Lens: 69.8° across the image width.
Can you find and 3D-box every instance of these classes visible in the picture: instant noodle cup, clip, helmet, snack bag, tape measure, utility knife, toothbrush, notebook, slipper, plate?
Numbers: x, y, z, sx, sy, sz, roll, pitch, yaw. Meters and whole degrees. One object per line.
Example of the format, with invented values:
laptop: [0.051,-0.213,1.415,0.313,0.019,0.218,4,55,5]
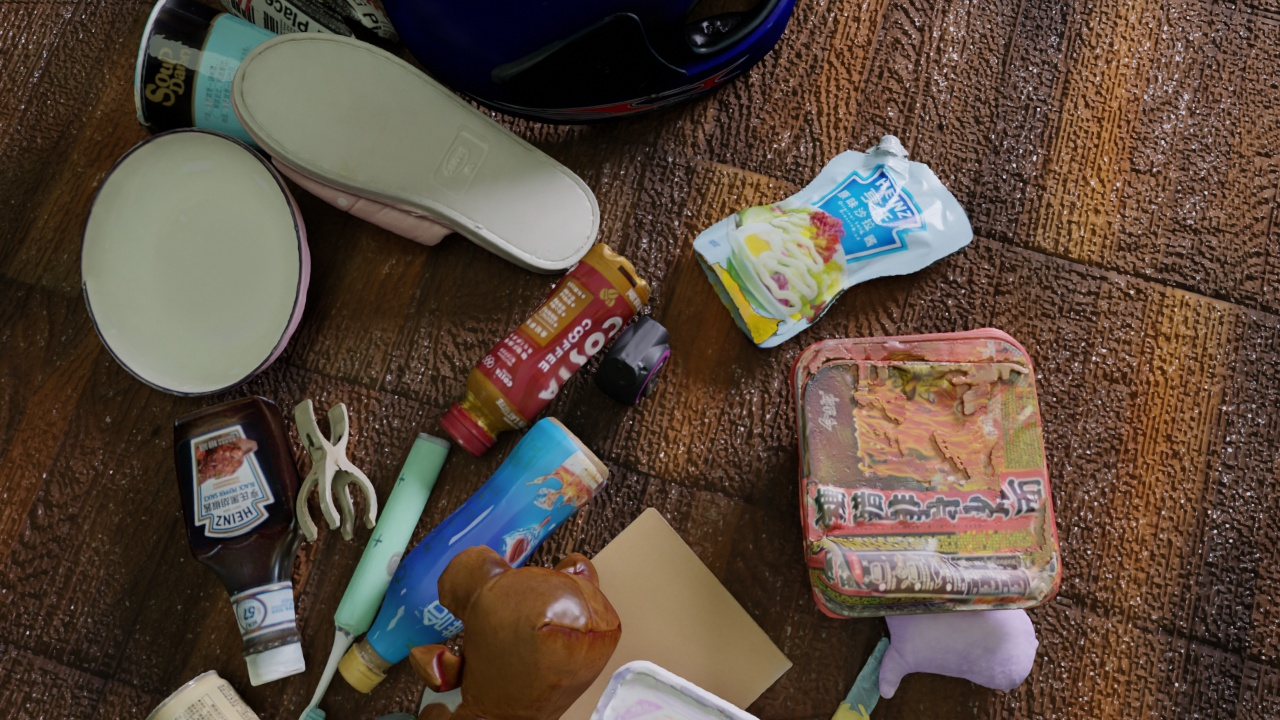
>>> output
instant noodle cup: [-0.295,-0.204,0.689,0.120,0.111,0.111,15,77,-12]
clip: [-0.213,0.081,0.662,0.035,0.081,0.104,-30,51,27]
instant noodle cup: [0.185,0.076,0.626,0.164,0.079,0.188,-2,78,1]
helmet: [-0.032,-0.305,0.636,0.315,0.240,0.247,-11,77,-3]
snack bag: [0.144,-0.092,0.688,0.191,0.039,0.110,-29,67,-6]
tape measure: [-0.004,0.004,0.658,0.039,0.058,0.056,34,58,6]
instant noodle cup: [0.037,0.285,0.581,0.173,0.060,0.138,26,80,8]
utility knife: [0.121,0.276,0.618,0.031,0.021,0.198,33,76,2]
toothbrush: [-0.190,0.156,0.644,0.027,0.026,0.224,18,78,22]
notebook: [-0.020,0.224,0.634,0.207,0.008,0.148,-41,80,-7]
slipper: [-0.157,-0.145,0.672,0.274,0.054,0.114,23,80,-18]
plate: [-0.320,-0.070,0.672,0.193,0.039,0.192,1,93,15]

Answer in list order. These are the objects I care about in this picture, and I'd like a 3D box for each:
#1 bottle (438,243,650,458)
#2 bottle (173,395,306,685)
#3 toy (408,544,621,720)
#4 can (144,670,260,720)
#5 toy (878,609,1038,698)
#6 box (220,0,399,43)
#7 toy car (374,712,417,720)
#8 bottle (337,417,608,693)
bottle: [-0.070,-0.005,0.662,0.057,0.057,0.174,42,81,10]
bottle: [-0.274,0.126,0.645,0.080,0.044,0.194,-16,78,-2]
toy: [-0.094,0.217,0.572,0.140,0.131,0.199,16,88,-40]
can: [-0.268,0.267,0.604,0.058,0.058,0.116,-43,80,-8]
toy: [0.213,0.189,0.619,0.108,0.039,0.083,6,68,4]
box: [-0.278,-0.279,0.732,0.163,0.076,0.087,37,100,6]
toy car: [-0.157,0.281,0.610,0.043,0.036,0.091,-16,78,-1]
bottle: [-0.117,0.135,0.628,0.065,0.065,0.218,44,82,10]
